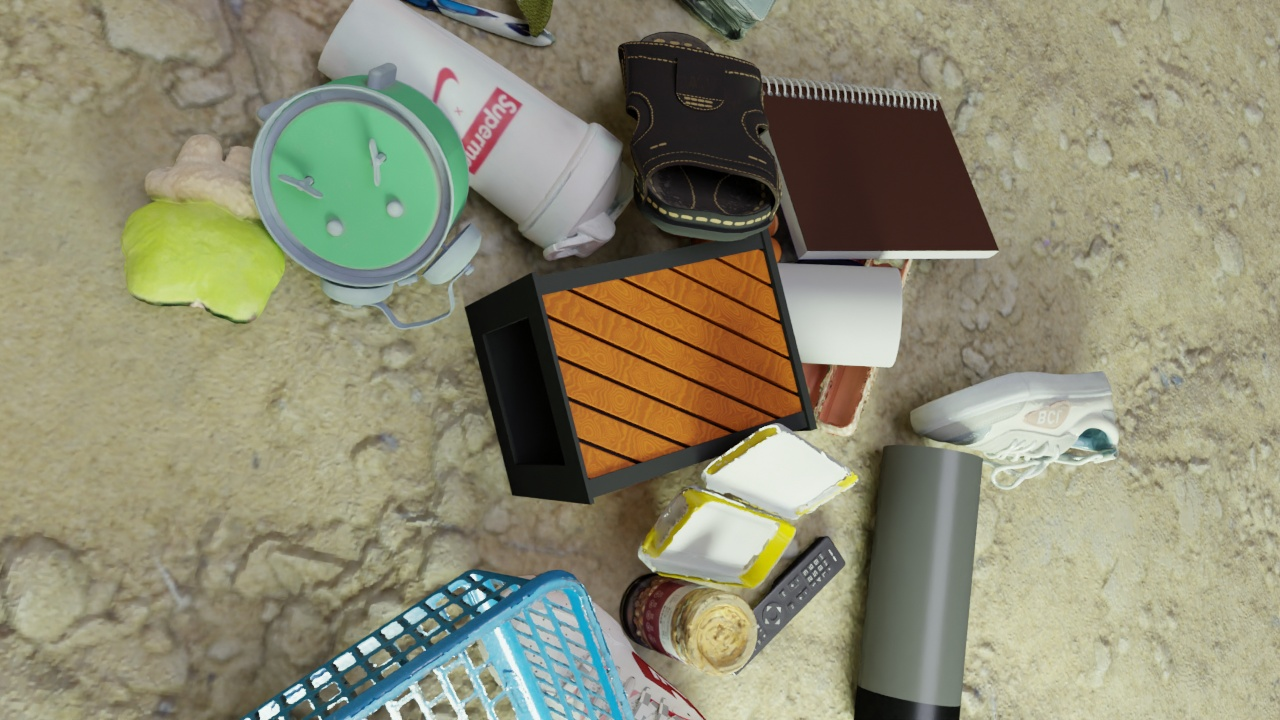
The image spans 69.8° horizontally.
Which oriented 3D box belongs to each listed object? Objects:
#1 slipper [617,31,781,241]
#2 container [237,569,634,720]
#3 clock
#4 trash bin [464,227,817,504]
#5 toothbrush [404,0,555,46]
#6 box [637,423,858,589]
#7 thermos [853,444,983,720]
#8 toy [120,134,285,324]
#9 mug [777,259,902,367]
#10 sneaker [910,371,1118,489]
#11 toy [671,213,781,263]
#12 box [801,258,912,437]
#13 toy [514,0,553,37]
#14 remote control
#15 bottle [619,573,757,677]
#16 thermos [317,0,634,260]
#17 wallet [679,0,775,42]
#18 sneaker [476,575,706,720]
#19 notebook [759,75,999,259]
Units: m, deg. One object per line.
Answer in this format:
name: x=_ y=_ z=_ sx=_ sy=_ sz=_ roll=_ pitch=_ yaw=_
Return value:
slipper: x=0.039 y=-0.175 z=0.638 sx=0.113 sy=0.076 sz=0.267 roll=5 pitch=43 yaw=-9
container: x=-0.111 y=0.302 z=0.523 sx=0.256 sy=0.089 sz=0.363 roll=-30 pitch=121 yaw=-26
clock: x=-0.166 y=-0.094 z=0.577 sx=0.122 sy=0.075 sz=0.162 roll=-15 pitch=113 yaw=9
trash bin: x=-0.004 y=0.004 z=0.634 sx=0.171 sy=0.140 sz=0.139 roll=-15 pitch=92 yaw=-27
toothbrush: x=-0.148 y=-0.259 z=0.657 sx=0.188 sy=0.017 sz=0.016 roll=10 pitch=80 yaw=-25
box: x=0.083 y=0.107 z=0.646 sx=0.130 sy=0.036 sz=0.209 roll=-46 pitch=150 yaw=8
thermos: x=0.232 y=0.196 z=0.766 sx=0.082 sy=0.082 sz=0.240 roll=14 pitch=79 yaw=-25
toy: x=-0.265 y=-0.082 z=0.566 sx=0.092 sy=0.046 sz=0.115 roll=11 pitch=73 yaw=-26
mug: x=0.154 y=-0.047 z=0.741 sx=0.097 sy=0.079 sz=0.111 roll=3 pitch=41 yaw=6
sneaker: x=0.352 y=0.064 z=0.832 sx=0.241 sy=0.090 sz=0.090 roll=-3 pitch=71 yaw=-31
toy: x=0.068 y=-0.129 z=0.728 sx=0.094 sy=0.065 sz=0.127 roll=-1 pitch=80 yaw=-19
box: x=0.174 y=-0.029 z=0.784 sx=0.186 sy=0.083 sz=0.042 roll=-68 pitch=157 yaw=-17
toy: x=-0.119 y=-0.329 z=0.644 sx=0.152 sy=0.078 sz=0.179 roll=4 pitch=80 yaw=-27
remote control: x=0.112 y=0.196 z=0.744 sx=0.136 sy=0.015 sz=0.032 roll=-38 pitch=102 yaw=-22
bottle: x=0.032 y=0.186 z=0.654 sx=0.056 sy=0.105 sz=0.056 roll=3 pitch=84 yaw=-26
thermos: x=-0.107 y=-0.158 z=0.631 sx=0.220 sy=0.099 sz=0.099 roll=33 pitch=71 yaw=-15
wallet: x=0.079 y=-0.344 z=0.761 sx=0.100 sy=0.054 sz=0.131 roll=39 pitch=67 yaw=-28
sneaker: x=-0.010 y=0.243 z=0.628 sx=0.090 sy=0.104 sz=0.236 roll=-43 pitch=104 yaw=-24
notebook: x=0.201 y=-0.166 z=0.793 sx=0.208 sy=0.022 sz=0.171 roll=-4 pitch=69 yaw=-27
